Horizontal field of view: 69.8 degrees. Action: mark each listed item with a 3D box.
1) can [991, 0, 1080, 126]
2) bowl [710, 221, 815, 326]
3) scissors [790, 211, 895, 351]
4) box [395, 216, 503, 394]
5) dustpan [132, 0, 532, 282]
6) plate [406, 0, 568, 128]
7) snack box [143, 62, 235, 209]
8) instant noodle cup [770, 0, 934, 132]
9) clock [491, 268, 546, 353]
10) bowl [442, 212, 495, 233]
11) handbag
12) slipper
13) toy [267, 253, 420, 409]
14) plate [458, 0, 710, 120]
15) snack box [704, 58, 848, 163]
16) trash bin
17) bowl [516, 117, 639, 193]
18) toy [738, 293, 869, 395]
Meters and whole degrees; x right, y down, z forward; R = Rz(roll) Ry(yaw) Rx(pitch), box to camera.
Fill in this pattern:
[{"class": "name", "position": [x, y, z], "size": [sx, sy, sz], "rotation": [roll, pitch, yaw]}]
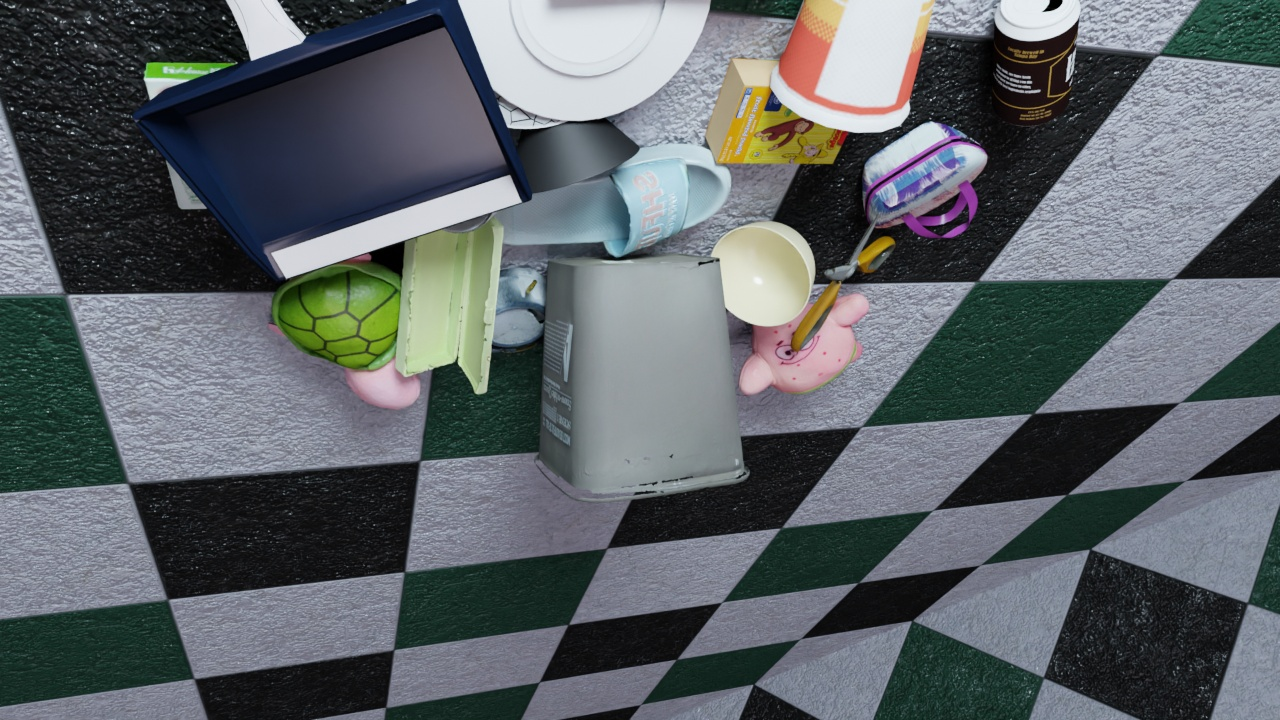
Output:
[{"class": "can", "position": [0.372, -0.287, 0.868], "size": [0.072, 0.071, 0.128], "rotation": [-21, 146, 7]}, {"class": "bowl", "position": [0.145, -0.107, 1.019], "size": [0.073, 0.118, 0.118], "rotation": [-44, 173, -48]}, {"class": "scissors", "position": [0.223, -0.085, 1.023], "size": [0.225, 0.016, 0.224], "rotation": [-55, 162, 25]}, {"class": "box", "position": [-0.193, -0.063, 0.891], "size": [0.083, 0.091, 0.188], "rotation": [-5, 122, -26]}, {"class": "dustpan", "position": [-0.236, -0.190, 0.665], "size": [0.236, 0.080, 0.273], "rotation": [-17, 120, 6]}, {"class": "plate", "position": [-0.085, -0.273, 0.712], "size": [0.188, 0.016, 0.189], "rotation": [-11, 130, -13]}, {"class": "snack box", "position": [-0.306, -0.185, 0.765], "size": [0.168, 0.027, 0.132], "rotation": [-5, 143, -17]}, {"class": "instant noodle cup", "position": [0.184, -0.278, 0.769], "size": [0.123, 0.123, 0.121], "rotation": [-5, 137, -16]}, {"class": "clock", "position": [-0.140, -0.049, 1.012], "size": [0.090, 0.052, 0.130], "rotation": [-12, 150, -7]}, {"class": "bowl", "position": [-0.157, -0.174, 0.792], "size": [0.113, 0.063, 0.114], "rotation": [15, 129, 19]}, {"class": "handbag", "position": [0.324, -0.183, 1.015], "size": [0.145, 0.068, 0.169], "rotation": [-31, 150, 23]}, {"class": "slipper", "position": [-0.030, -0.145, 0.900], "size": [0.245, 0.074, 0.104], "rotation": [-9, 146, -9]}, {"class": "toy", "position": [-0.291, -0.038, 0.930], "size": [0.190, 0.087, 0.238], "rotation": [-9, 140, -1]}, {"class": "plate", "position": [-0.040, -0.280, 0.700], "size": [0.208, 0.015, 0.209], "rotation": [-11, 130, -13]}, {"class": "snack box", "position": [0.137, -0.234, 0.871], "size": [0.125, 0.040, 0.088], "rotation": [-4, 144, -18]}, {"class": "trash bin", "position": [-0.006, 0.006, 0.943], "size": [0.197, 0.197, 0.220], "rotation": [-5, 101, -20]}, {"class": "bowl", "position": [-0.067, -0.194, 0.809], "size": [0.124, 0.124, 0.052], "rotation": [-18, 113, 2]}, {"class": "toy", "position": [0.195, -0.030, 1.147], "size": [0.192, 0.096, 0.236], "rotation": [-38, 136, 10]}]
